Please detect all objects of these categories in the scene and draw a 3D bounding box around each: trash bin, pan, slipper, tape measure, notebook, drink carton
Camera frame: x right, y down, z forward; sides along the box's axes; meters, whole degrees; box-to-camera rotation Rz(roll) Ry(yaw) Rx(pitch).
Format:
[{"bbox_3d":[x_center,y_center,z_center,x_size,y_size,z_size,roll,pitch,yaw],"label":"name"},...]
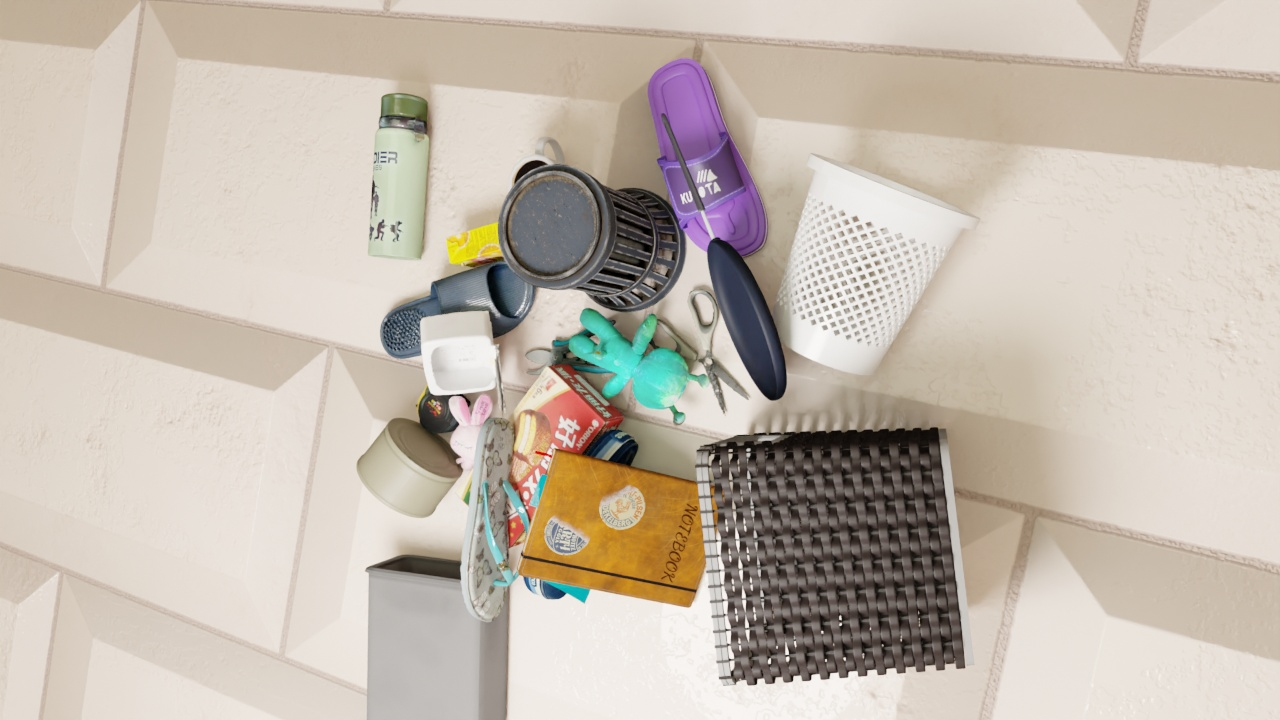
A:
[{"bbox_3d":[-0.059,-0.148,1.114,0.164,0.227,0.164,0,90,21],"label":"trash bin"},{"bbox_3d":[0.095,-0.121,1.064,0.021,0.199,0.356,-22,92,-4],"label":"pan"},{"bbox_3d":[0.069,-0.253,1.140,0.107,0.084,0.266,-20,83,20],"label":"slipper"},{"bbox_3d":[0.242,-0.102,1.030,0.195,0.195,0.200,27,109,19],"label":"trash bin"},{"bbox_3d":[-0.268,-0.065,1.277,0.264,0.082,0.101,-19,85,21],"label":"slipper"},{"bbox_3d":[-0.282,0.396,1.274,0.192,0.097,0.220,2,92,22],"label":"trash bin"},{"bbox_3d":[-0.066,0.211,1.183,0.095,0.105,0.253,30,102,15],"label":"slipper"},{"bbox_3d":[-0.281,0.067,1.303,0.071,0.042,0.072,41,99,11],"label":"tape measure"},{"bbox_3d":[-0.030,0.217,1.136,0.249,0.014,0.178,15,97,-17],"label":"notebook"},{"bbox_3d":[-0.181,0.208,1.166,0.055,0.098,0.269,5,96,26],"label":"slipper"},{"bbox_3d":[-0.194,-0.162,1.259,0.135,0.058,0.043,-11,86,22],"label":"drink carton"}]

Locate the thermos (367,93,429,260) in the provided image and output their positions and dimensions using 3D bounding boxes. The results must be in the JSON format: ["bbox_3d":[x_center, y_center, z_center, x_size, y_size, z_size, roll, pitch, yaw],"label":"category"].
[{"bbox_3d":[-0.341,-0.261,1.306,0.082,0.082,0.231,5,91,21],"label":"thermos"}]

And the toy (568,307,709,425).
[{"bbox_3d":[-0.007,0.007,1.167,0.193,0.072,0.131,31,112,12],"label":"toy"}]

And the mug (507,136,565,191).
[{"bbox_3d":[-0.120,-0.241,1.213,0.073,0.089,0.105,3,91,21],"label":"mug"}]

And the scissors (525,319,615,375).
[{"bbox_3d":[-0.083,-0.007,1.236,0.124,0.019,0.157,45,107,17],"label":"scissors"}]

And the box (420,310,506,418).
[{"bbox_3d":[-0.222,0.018,1.213,0.128,0.109,0.136,-5,47,-8],"label":"box"}]

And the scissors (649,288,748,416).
[{"bbox_3d":[0.078,-0.016,1.175,0.158,0.012,0.162,18,97,22],"label":"scissors"}]

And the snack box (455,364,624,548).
[{"bbox_3d":[-0.137,0.128,1.227,0.113,0.060,0.237,43,110,16],"label":"snack box"}]

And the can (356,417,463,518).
[{"bbox_3d":[-0.318,0.147,1.271,0.128,0.127,0.073,43,102,16],"label":"can"}]

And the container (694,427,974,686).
[{"bbox_3d":[0.219,0.198,0.999,0.244,0.247,0.245,-7,87,18],"label":"container"}]

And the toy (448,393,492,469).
[{"bbox_3d":[-0.232,0.100,1.272,0.063,0.047,0.110,-6,100,-16],"label":"toy"}]
